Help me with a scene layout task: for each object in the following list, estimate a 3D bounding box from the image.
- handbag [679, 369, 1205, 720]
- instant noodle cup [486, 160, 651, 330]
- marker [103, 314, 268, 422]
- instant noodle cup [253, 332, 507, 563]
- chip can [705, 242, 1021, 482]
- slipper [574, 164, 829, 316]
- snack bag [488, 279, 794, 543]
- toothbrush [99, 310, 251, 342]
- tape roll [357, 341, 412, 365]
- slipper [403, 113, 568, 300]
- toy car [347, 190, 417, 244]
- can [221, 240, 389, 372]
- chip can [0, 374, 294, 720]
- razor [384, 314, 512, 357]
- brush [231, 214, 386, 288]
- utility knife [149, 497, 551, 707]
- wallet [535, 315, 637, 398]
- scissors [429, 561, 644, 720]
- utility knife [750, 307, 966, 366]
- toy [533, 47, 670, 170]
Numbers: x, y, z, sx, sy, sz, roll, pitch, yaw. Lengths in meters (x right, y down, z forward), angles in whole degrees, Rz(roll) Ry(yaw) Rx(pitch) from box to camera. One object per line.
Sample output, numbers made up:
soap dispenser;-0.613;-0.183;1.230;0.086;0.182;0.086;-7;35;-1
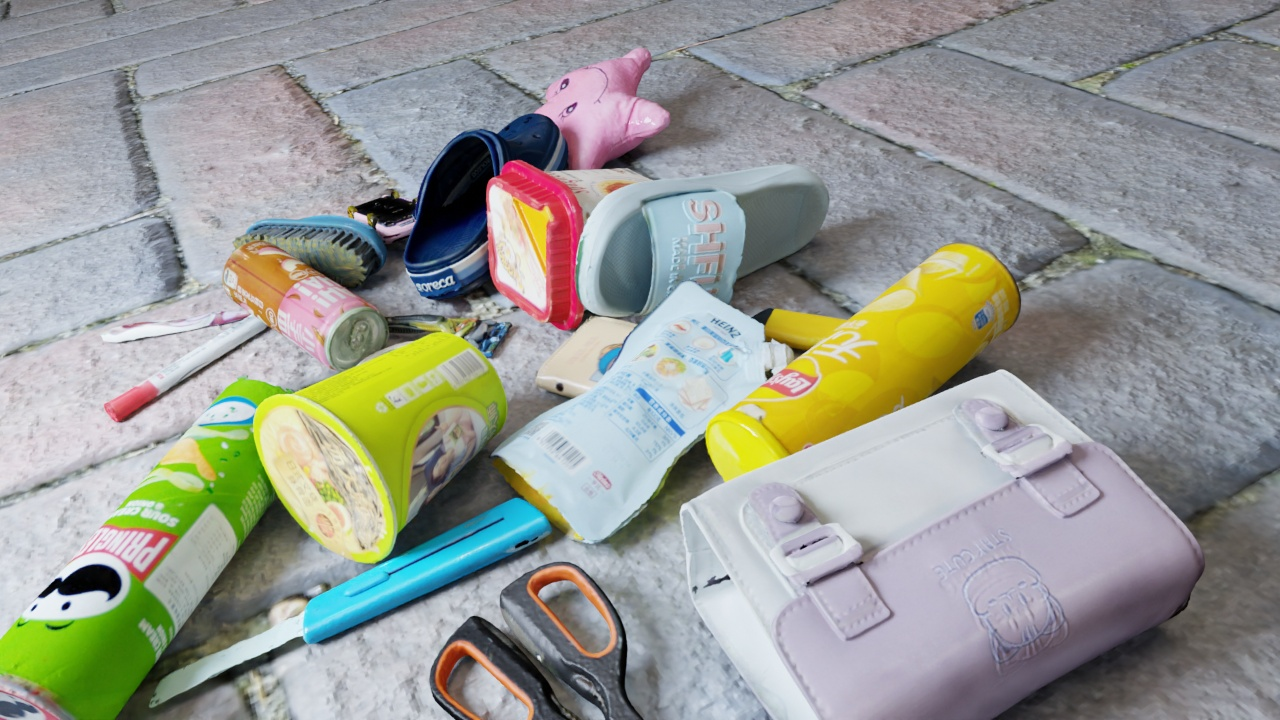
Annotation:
handbag;0.136;0.096;0.435;0.196;0.099;0.145;-22;44;-16
instant noodle cup;-0.044;-0.100;0.728;0.124;0.117;0.116;-18;35;-32
marker;-0.355;0.001;0.729;0.017;0.017;0.144;18;44;32
instant noodle cup;-0.149;0.043;0.563;0.112;0.112;0.123;15;34;29
chip can;0.138;0.008;0.555;0.212;0.072;0.072;-34;43;-25
slipper;0.057;-0.084;0.687;0.244;0.104;0.074;-20;49;-31
snack bag;0.005;0.026;0.575;0.190;0.039;0.110;-39;45;-23
toothbrush;-0.368;-0.038;0.784;0.187;0.017;0.016;-9;40;-2
tape roll;-0.173;0.015;0.673;0.086;0.014;0.085;-6;36;4
slipper;-0.148;-0.154;0.821;0.105;0.095;0.252;-5;40;23
toy car;-0.239;-0.135;0.873;0.056;0.037;0.122;-24;26;-24
can;-0.265;-0.044;0.721;0.147;0.058;0.057;28;50;30
chip can;-0.269;0.105;0.524;0.072;0.072;0.235;2;37;14
razor;-0.174;-0.027;0.724;0.143;0.022;0.042;5;36;19
brush;-0.290;-0.103;0.822;0.144;0.055;0.073;4;39;18
utility knife;-0.157;0.133;0.509;0.224;0.018;0.034;-24;39;-17
wallet;-0.004;0.004;0.647;0.115;0.024;0.087;13;46;28
scissors;-0.018;0.184;0.412;0.152;0.022;0.234;-22;41;-6
utility knife;0.148;-0.013;0.642;0.157;0.015;0.033;12;47;25
toy;-0.059;-0.247;0.953;0.179;0.074;0.194;-20;47;11
